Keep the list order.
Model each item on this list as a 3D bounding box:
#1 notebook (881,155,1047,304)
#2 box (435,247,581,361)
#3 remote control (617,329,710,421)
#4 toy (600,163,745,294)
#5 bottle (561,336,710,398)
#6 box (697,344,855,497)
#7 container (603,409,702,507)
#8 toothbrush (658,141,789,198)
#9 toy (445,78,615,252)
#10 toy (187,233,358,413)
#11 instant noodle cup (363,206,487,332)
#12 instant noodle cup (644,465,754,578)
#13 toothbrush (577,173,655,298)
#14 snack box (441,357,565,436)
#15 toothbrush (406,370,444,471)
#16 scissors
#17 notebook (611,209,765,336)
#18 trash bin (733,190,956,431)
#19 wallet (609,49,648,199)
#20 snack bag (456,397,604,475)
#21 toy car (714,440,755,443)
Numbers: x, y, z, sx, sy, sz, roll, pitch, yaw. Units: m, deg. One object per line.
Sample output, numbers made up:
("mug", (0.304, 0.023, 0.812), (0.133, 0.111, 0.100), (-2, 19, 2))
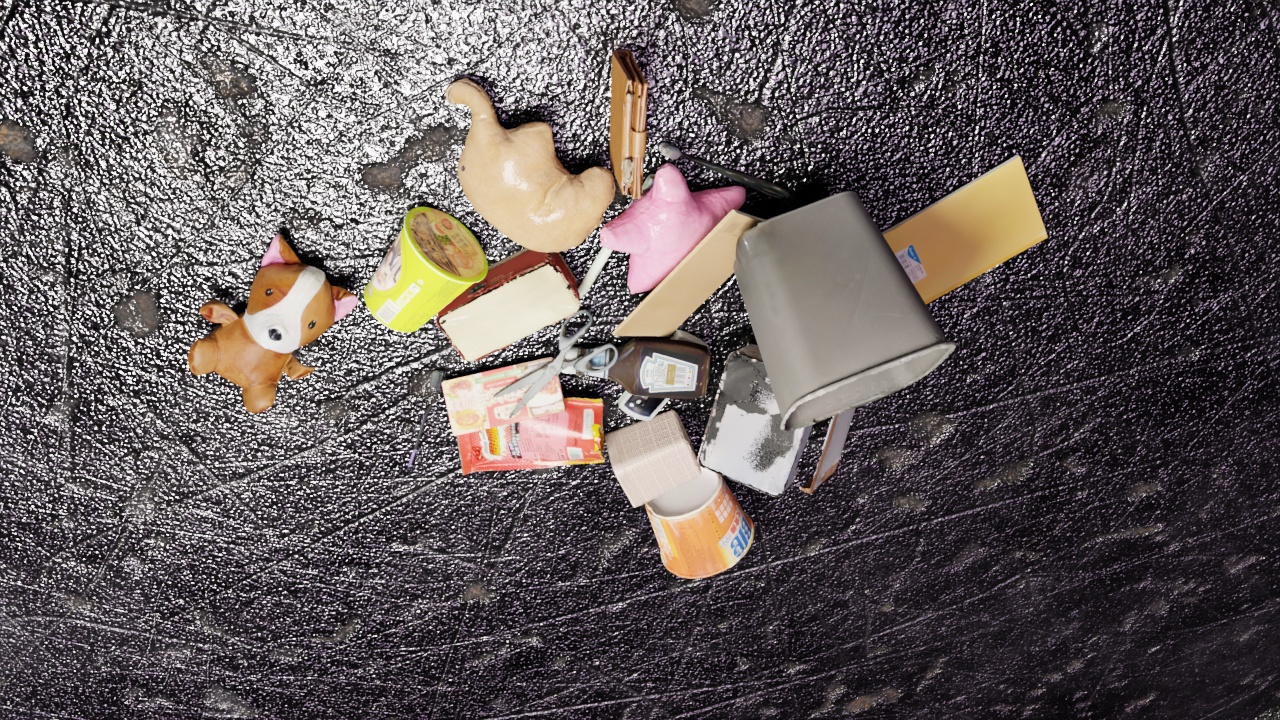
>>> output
("notebook", (0.423, -0.162, 1.212), (0.206, 0.010, 0.146), (-30, 127, 13))
("box", (-0.162, -0.067, 1.132), (0.168, 0.077, 0.091), (-25, 127, 9))
("remote control", (0.032, 0.024, 1.273), (0.058, 0.021, 0.150), (26, 117, -27))
("toy", (0.027, -0.147, 1.090), (0.194, 0.074, 0.179), (2, 129, -46))
("bottle", (-0.007, 0.007, 1.221), (0.195, 0.044, 0.080), (5, 110, -1))
("box", (0.197, 0.073, 1.284), (0.158, 0.204, 0.181), (21, 109, 24))
("container", (0.020, 0.138, 1.317), (0.111, 0.090, 0.090), (-23, 127, 3))
("toothbrush", (0.103, -0.225, 1.100), (0.181, 0.018, 0.016), (15, 120, -23))
("toy", (-0.140, -0.210, 1.031), (0.226, 0.082, 0.144), (35, 114, -26))
("toy", (-0.436, -0.040, 1.081), (0.200, 0.130, 0.140), (-43, 117, 10))
("instant noodle cup", (-0.260, -0.099, 1.078), (0.111, 0.111, 0.124), (31, 125, -29))
("instant noodle cup", (0.082, 0.232, 1.369), (0.151, 0.151, 0.111), (-22, 119, 6))
("toothbrush", (-0.031, -0.149, 1.131), (0.020, 0.029, 0.190), (42, 119, 12))
("snack box", (-0.181, 0.048, 1.222), (0.153, 0.025, 0.075), (-13, 89, -2))
("toothbrush", (-0.300, 0.085, 1.262), (0.016, 0.014, 0.189), (18, 122, -14))
("scissors", (-0.107, 0.010, 1.195), (0.165, 0.014, 0.163), (11, 90, 6))
("notebook", (0.071, -0.102, 1.132), (0.212, 0.012, 0.149), (-44, 161, 22))
("trash bin", (0.222, -0.057, 1.090), (0.199, 0.219, 0.199), (-21, 164, -3))
("wallet", (-0.014, -0.256, 0.996), (0.031, 0.107, 0.132), (-5, 127, -10))
("snack bag", (-0.154, 0.101, 1.274), (0.208, 0.073, 0.129), (-2, 121, 1))
("toy car", (0.143, 0.103, 1.345), (0.090, 0.035, 0.042), (8, 126, -14))
